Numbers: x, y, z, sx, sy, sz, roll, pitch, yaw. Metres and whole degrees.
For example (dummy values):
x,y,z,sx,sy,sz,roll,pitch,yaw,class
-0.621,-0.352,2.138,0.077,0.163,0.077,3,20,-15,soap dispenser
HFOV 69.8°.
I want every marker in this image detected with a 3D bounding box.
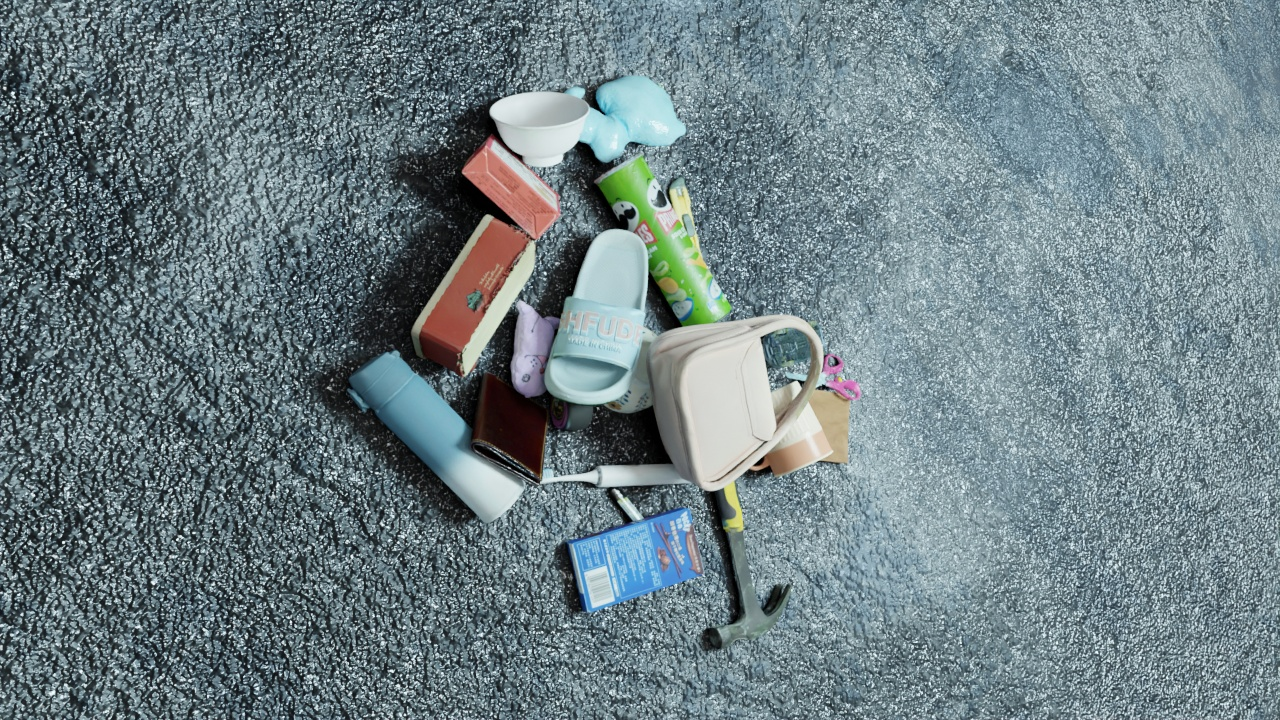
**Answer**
x,y,z,sx,sy,sz,roll,pitch,yaw,class
0.000,0.205,1.139,0.018,0.015,0.124,-42,100,-28,marker

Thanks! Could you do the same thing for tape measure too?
x,y,z,sx,sy,sz,roll,pitch,yaw,class
-0.080,0.055,1.091,0.039,0.057,0.057,0,74,-31,tape measure

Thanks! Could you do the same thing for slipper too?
x,y,z,sx,sy,sz,roll,pitch,yaw,class
-0.041,-0.058,1.080,0.104,0.074,0.244,13,63,-1,slipper

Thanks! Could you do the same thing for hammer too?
x,y,z,sx,sy,sz,roll,pitch,yaw,class
0.119,0.199,1.197,0.126,0.032,0.323,-10,87,-30,hammer

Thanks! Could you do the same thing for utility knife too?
x,y,z,sx,sy,sz,roll,pitch,yaw,class
0.067,-0.161,1.236,0.030,0.019,0.173,-14,94,-25,utility knife

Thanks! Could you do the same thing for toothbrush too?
x,y,z,sx,sy,sz,roll,pitch,yaw,class
-0.027,0.142,1.126,0.220,0.027,0.026,2,68,-29,toothbrush

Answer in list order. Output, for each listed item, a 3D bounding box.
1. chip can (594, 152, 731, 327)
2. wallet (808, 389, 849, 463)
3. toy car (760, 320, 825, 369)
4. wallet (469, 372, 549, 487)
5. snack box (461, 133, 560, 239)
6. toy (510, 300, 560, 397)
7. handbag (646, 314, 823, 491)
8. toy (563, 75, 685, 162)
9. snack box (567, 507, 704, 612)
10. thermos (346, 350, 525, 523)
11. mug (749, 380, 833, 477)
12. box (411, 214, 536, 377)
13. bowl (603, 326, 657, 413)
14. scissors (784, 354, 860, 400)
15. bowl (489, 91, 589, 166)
x,y,z,sx,sy,sz,roll,pitch,yaw,class
0.032,-0.147,1.177,0.072,0.072,0.236,-37,101,-29,chip can
0.247,0.091,1.294,0.115,0.020,0.101,10,79,-25,wallet
0.213,-0.022,1.283,0.120,0.037,0.054,-15,89,-41,toy car
-0.145,0.075,1.036,0.096,0.020,0.122,36,30,-25,wallet
-0.150,-0.205,1.075,0.113,0.127,0.044,42,101,-17,snack box
-0.125,-0.009,1.085,0.083,0.039,0.108,19,72,-53,toy
0.129,0.031,1.118,0.233,0.093,0.193,-24,120,-18,handbag
-0.020,-0.318,1.187,0.161,0.050,0.156,31,68,-13,toy
-0.005,0.239,1.110,0.157,0.026,0.084,-13,89,-21,snack box
-0.223,0.083,1.003,0.220,0.070,0.070,47,63,-15,thermos
0.182,0.097,1.222,0.114,0.081,0.106,-25,85,5,mug
-0.177,-0.068,1.027,0.079,0.091,0.168,27,68,3,box
-0.007,0.007,1.138,0.113,0.062,0.113,5,80,-27,bowl
0.253,0.019,1.296,0.137,0.017,0.096,8,53,-29,scissors
-0.119,-0.273,1.106,0.118,0.118,0.065,-24,132,-30,bowl
